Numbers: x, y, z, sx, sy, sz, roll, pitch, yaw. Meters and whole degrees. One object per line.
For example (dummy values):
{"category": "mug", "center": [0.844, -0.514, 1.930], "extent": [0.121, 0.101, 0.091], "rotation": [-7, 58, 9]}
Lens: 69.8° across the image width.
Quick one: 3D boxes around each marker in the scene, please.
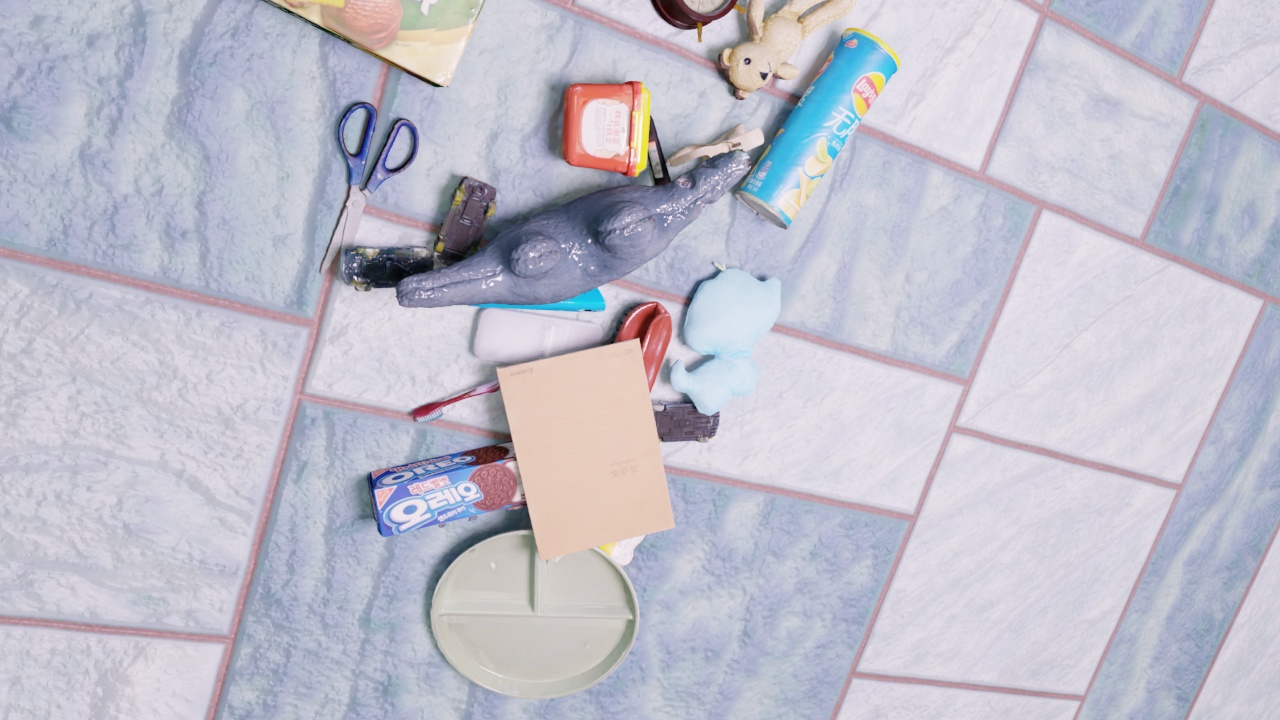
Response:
{"category": "marker", "center": [0.021, -0.198, 0.965], "extent": [0.015, 0.018, 0.124], "rotation": [-44, 124, -49]}

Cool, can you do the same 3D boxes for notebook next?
{"category": "notebook", "center": [-0.054, 0.093, 0.956], "extent": [0.149, 0.012, 0.211], "rotation": [-12, 101, -7]}

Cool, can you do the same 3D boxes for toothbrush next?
{"category": "toothbrush", "center": [-0.147, 0.029, 0.958], "extent": [0.187, 0.016, 0.017], "rotation": [-20, 134, -5]}

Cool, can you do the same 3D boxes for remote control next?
{"category": "remote control", "center": [-0.108, -0.021, 0.968], "extent": [0.135, 0.020, 0.056], "rotation": [7, 104, -23]}

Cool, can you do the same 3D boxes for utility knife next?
{"category": "utility knife", "center": [-0.115, -0.066, 0.947], "extent": [0.160, 0.034, 0.018], "rotation": [0, 148, -20]}

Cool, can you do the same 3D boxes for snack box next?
{"category": "snack box", "center": [-0.178, 0.130, 0.969], "extent": [0.207, 0.057, 0.058], "rotation": [-11, 107, -17]}
{"category": "snack box", "center": [-0.256, -0.339, 0.787], "extent": [0.240, 0.063, 0.114], "rotation": [23, 96, -25]}
{"category": "snack box", "center": [-0.035, -0.229, 0.900], "extent": [0.080, 0.082, 0.091], "rotation": [1, 105, -11]}

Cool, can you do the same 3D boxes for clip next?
{"category": "clip", "center": [0.077, -0.220, 0.968], "extent": [0.100, 0.070, 0.034], "rotation": [-30, 114, -3]}

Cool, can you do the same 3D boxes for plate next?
{"category": "plate", "center": [-0.116, 0.281, 1.024], "extent": [0.230, 0.027, 0.230], "rotation": [0, 113, -1]}

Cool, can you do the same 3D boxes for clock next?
{"category": "clock", "center": [0.049, -0.380, 0.896], "extent": [0.082, 0.055, 0.122], "rotation": [-36, 114, -7]}

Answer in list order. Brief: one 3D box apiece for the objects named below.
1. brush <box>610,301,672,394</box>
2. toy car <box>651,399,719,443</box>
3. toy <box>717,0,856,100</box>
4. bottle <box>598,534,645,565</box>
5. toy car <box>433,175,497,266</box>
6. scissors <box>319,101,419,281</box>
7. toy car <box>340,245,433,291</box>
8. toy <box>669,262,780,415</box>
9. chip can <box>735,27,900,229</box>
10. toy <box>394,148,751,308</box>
{"category": "brush", "center": [-0.006, 0.006, 0.989], "extent": [0.063, 0.069, 0.146], "rotation": [18, 99, -26]}
{"category": "toy car", "center": [0.042, 0.069, 1.048], "extent": [0.105, 0.031, 0.049], "rotation": [0, 103, -25]}
{"category": "toy", "center": [0.151, -0.335, 0.944], "extent": [0.157, 0.066, 0.105], "rotation": [-39, 133, 3]}
{"category": "bottle", "center": [-0.019, 0.179, 1.042], "extent": [0.063, 0.063, 0.108], "rotation": [27, 96, -26]}
{"category": "toy car", "center": [-0.173, -0.134, 0.900], "extent": [0.042, 0.035, 0.090], "rotation": [18, 105, -23]}
{"category": "scissors", "center": [-0.275, -0.161, 0.865], "extent": [0.173, 0.012, 0.126], "rotation": [-42, 118, -3]}
{"category": "toy car", "center": [-0.245, -0.091, 0.886], "extent": [0.090, 0.034, 0.043], "rotation": [-6, 109, -34]}
{"category": "toy", "center": [0.096, -0.030, 1.027], "extent": [0.161, 0.050, 0.156], "rotation": [-25, 105, -11]}
{"category": "chip can", "center": [0.189, -0.247, 0.983], "extent": [0.071, 0.071, 0.210], "rotation": [33, 93, -26]}
{"category": "toy", "center": [-0.059, -0.116, 0.892], "extent": [0.356, 0.138, 0.091], "rotation": [-23, 84, -6]}
